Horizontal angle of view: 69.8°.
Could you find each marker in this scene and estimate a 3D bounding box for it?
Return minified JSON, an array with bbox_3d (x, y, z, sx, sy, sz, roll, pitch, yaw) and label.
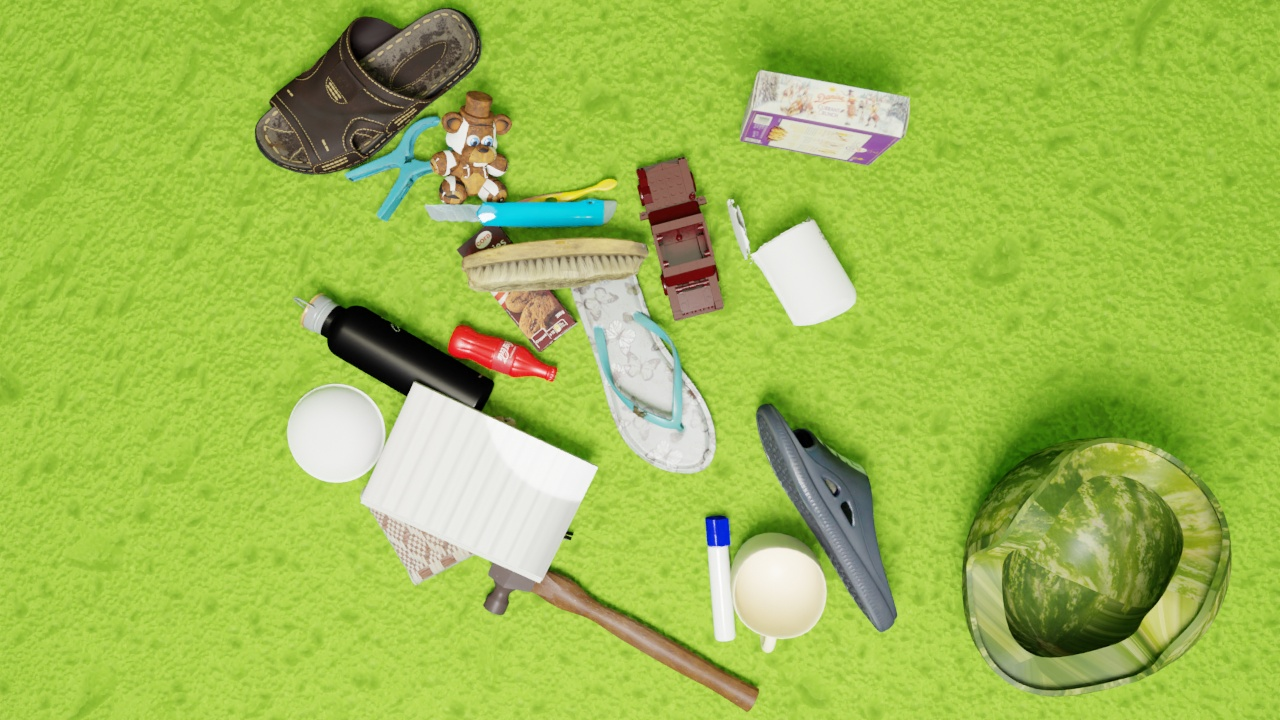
[{"bbox_3d":[0.088,0.238,1.003,0.023,0.027,0.133,-6,91,-30],"label":"marker"}]

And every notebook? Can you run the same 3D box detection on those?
[{"bbox_3d":[-0.170,0.130,0.965,0.209,0.009,0.143,25,98,-5],"label":"notebook"}]

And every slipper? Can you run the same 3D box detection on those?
[{"bbox_3d":[0.212,0.154,0.959,0.083,0.110,0.268,-30,94,-1],"label":"slipper"},{"bbox_3d":[-0.293,-0.290,0.975,0.268,0.075,0.113,-31,90,2],"label":"slipper"},{"bbox_3d":[-0.006,0.006,0.988,0.098,0.054,0.268,-27,89,4],"label":"slipper"}]

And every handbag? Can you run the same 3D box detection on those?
[{"bbox_3d":[-0.195,0.150,1.000,0.186,0.047,0.124,-27,99,2],"label":"handbag"}]

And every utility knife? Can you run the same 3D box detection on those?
[{"bbox_3d":[-0.125,-0.158,0.981,0.205,0.015,0.031,-2,102,-17],"label":"utility knife"}]

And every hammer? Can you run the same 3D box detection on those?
[{"bbox_3d":[-0.016,0.292,1.006,0.323,0.033,0.115,30,94,0],"label":"hammer"}]

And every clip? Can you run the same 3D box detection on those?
[{"bbox_3d":[-0.265,-0.226,1.002,0.127,0.028,0.114,-29,96,1],"label":"clip"}]

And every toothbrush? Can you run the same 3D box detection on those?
[{"bbox_3d":[-0.090,-0.176,1.004,0.135,0.016,0.021,-15,93,4],"label":"toothbrush"}]

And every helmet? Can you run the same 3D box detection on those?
[{"bbox_3d":[0.430,0.197,0.889,0.213,0.248,0.242,34,50,21],"label":"helmet"}]

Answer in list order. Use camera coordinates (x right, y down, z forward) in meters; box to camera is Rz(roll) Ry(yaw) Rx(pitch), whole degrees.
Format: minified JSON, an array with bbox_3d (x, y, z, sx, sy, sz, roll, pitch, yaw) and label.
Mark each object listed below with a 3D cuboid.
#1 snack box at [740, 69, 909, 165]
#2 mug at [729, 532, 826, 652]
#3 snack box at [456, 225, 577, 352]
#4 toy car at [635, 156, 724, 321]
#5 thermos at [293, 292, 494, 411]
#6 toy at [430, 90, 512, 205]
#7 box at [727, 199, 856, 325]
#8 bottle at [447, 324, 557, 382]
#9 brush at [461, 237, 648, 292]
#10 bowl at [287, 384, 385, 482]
[{"bbox_3d":[0.180,-0.242,0.929,0.148,0.143,0.040,11,92,1],"label":"snack box"},{"bbox_3d":[0.140,0.242,0.965,0.096,0.099,0.120,9,94,3],"label":"mug"},{"bbox_3d":[-0.133,-0.080,0.998,0.051,0.031,0.141,-39,90,2],"label":"snack box"},{"bbox_3d":[0.041,-0.131,0.977,0.070,0.062,0.170,-14,91,2],"label":"toy car"},{"bbox_3d":[-0.273,-0.008,0.989,0.231,0.061,0.061,30,92,1],"label":"thermos"},{"bbox_3d":[-0.177,-0.224,0.970,0.087,0.067,0.113,-7,132,-33],"label":"toy"},{"bbox_3d":[0.153,-0.112,0.966,0.092,0.083,0.166,-28,89,11],"label":"box"},{"bbox_3d":[-0.148,-0.004,0.998,0.119,0.036,0.036,20,92,1],"label":"bottle"},{"bbox_3d":[-0.087,-0.099,0.955,0.195,0.059,0.043,-6,83,-11],"label":"brush"},{"bbox_3d":[-0.340,0.082,1.004,0.110,0.040,0.110,0,91,2],"label":"bowl"}]
